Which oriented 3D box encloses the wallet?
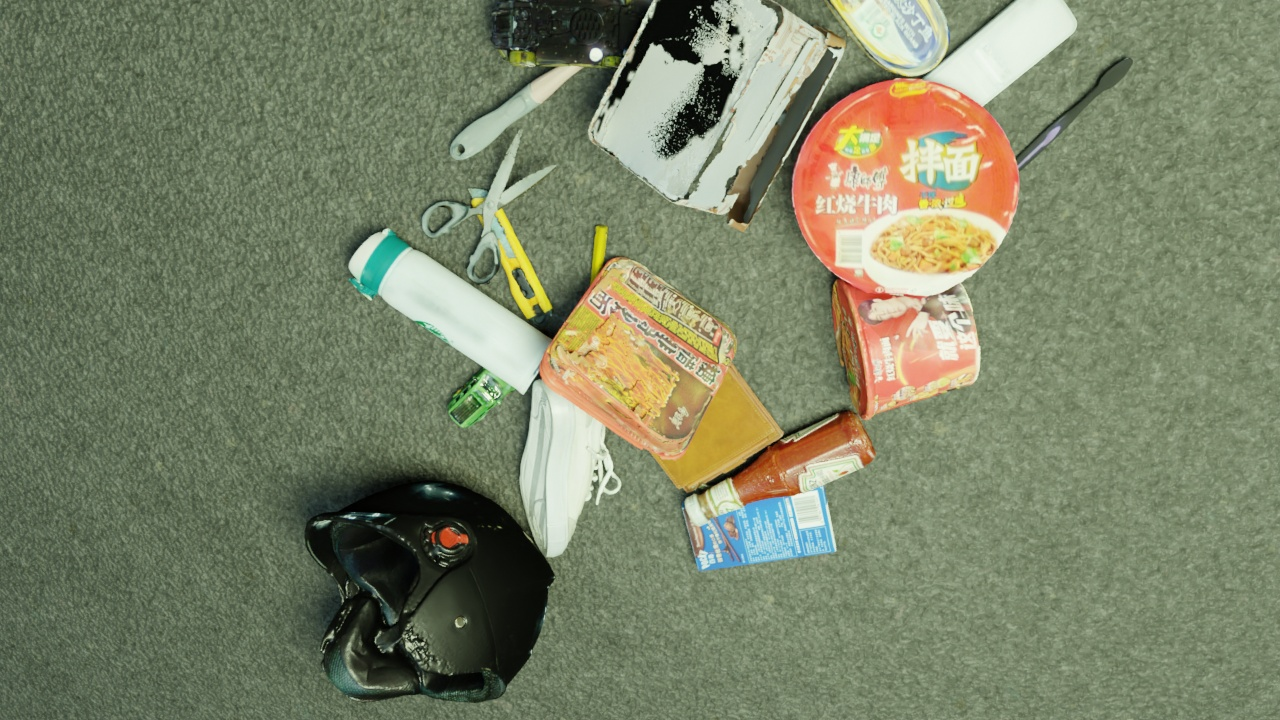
[{"bbox_3d":[0.074,0.080,0.986,0.131,0.035,0.119,-34,103,21],"label":"wallet"}]

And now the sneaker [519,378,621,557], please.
[{"bbox_3d":[-0.074,0.112,1.003,0.090,0.089,0.243,-11,130,-26],"label":"sneaker"}]

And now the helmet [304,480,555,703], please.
[{"bbox_3d":[-0.226,0.243,0.996,0.234,0.229,0.274,-32,98,44],"label":"helmet"}]

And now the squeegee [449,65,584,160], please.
[{"bbox_3d":[-0.091,-0.261,0.878,0.250,0.040,0.247,-30,104,19],"label":"squeegee"}]

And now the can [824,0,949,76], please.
[{"bbox_3d":[0.210,-0.315,0.804,0.075,0.049,0.148,-38,101,19],"label":"can"}]

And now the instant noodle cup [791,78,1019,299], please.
[{"bbox_3d":[0.234,-0.150,0.833,0.194,0.066,0.194,0,88,8],"label":"instant noodle cup"}]

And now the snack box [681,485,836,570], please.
[{"bbox_3d":[0.132,0.183,1.021,0.157,0.026,0.084,-11,109,13],"label":"snack box"}]

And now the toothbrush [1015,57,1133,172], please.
[{"bbox_3d":[0.371,-0.202,0.844,0.014,0.016,0.189,45,114,3],"label":"toothbrush"}]

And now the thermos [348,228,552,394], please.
[{"bbox_3d":[-0.198,-0.051,0.959,0.224,0.073,0.073,34,112,-4],"label":"thermos"}]

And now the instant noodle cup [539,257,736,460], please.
[{"bbox_3d":[-0.005,0.005,0.911,0.164,0.188,0.079,35,141,-4],"label":"instant noodle cup"}]

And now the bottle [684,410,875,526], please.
[{"bbox_3d":[0.144,0.120,0.969,0.206,0.059,0.060,-27,105,12],"label":"bottle"}]

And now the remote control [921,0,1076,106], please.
[{"bbox_3d":[0.317,-0.271,0.819,0.136,0.020,0.056,-40,102,20],"label":"remote control"}]

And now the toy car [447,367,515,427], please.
[{"bbox_3d":[-0.174,0.037,1.009,0.091,0.036,0.043,-42,98,17],"label":"toy car"}]

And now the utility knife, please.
[{"bbox_3d":[-0.136,-0.106,0.956,0.033,0.015,0.164,-22,106,14],"label":"utility knife"}]

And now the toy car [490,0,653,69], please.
[{"bbox_3d":[-0.058,-0.295,0.819,0.158,0.042,0.070,7,102,10],"label":"toy car"}]

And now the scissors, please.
[{"bbox_3d":[-0.154,-0.151,0.923,0.175,0.014,0.159,5,117,22],"label":"scissors"}]

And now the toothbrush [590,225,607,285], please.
[{"bbox_3d":[-0.055,-0.050,0.966,0.016,0.015,0.190,14,113,10],"label":"toothbrush"}]

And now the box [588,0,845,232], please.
[{"bbox_3d":[0.093,-0.223,0.806,0.153,0.180,0.183,43,114,28],"label":"box"}]

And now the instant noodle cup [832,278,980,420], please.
[{"bbox_3d":[0.251,-0.021,0.871,0.108,0.137,0.138,-11,109,4],"label":"instant noodle cup"}]
